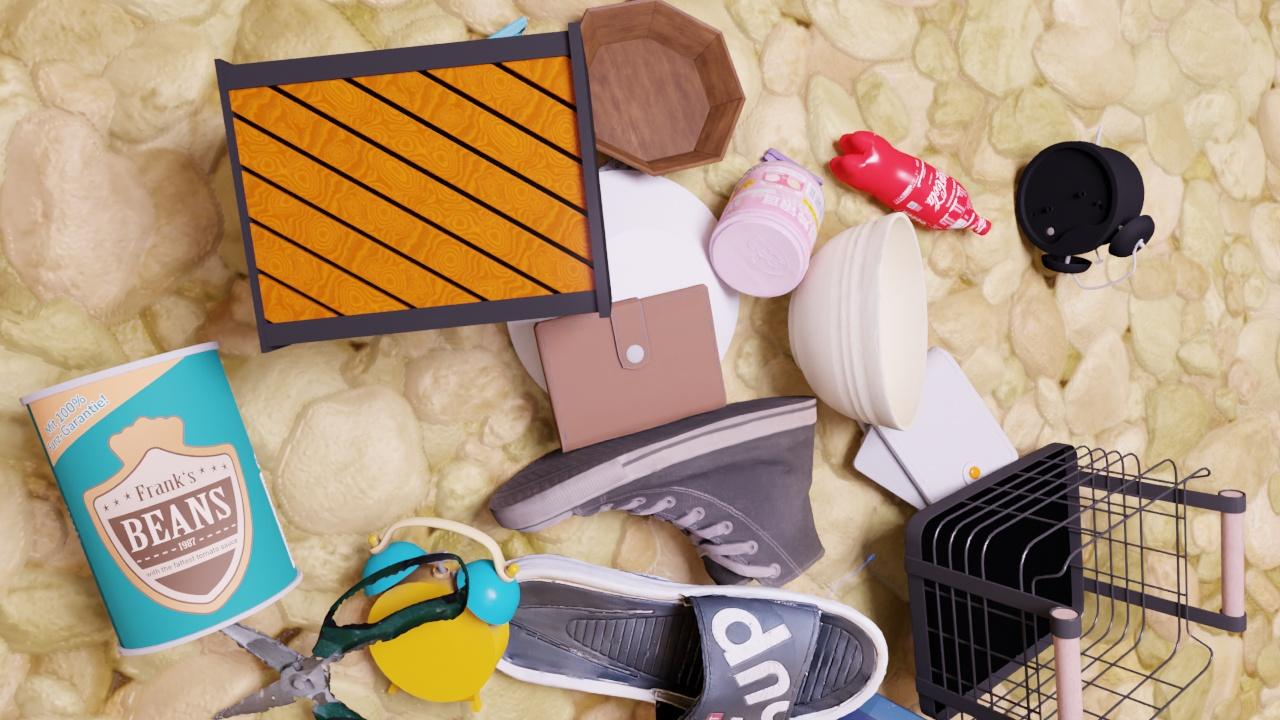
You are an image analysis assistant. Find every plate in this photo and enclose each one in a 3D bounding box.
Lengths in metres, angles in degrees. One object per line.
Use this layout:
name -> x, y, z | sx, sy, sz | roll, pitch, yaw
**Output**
plate -> 0.007, -0.183, 0.628 | 0.131, 0.025, 0.131 | 3, 78, -15
plate -> -0.003, -0.043, 0.622 | 0.173, 0.036, 0.174 | -2, 97, -21

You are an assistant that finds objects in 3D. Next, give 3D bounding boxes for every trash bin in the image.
trash bin -> -0.109, -0.090, 0.508 | 0.172, 0.139, 0.140 | -6, 98, 0
trash bin -> 0.124, 0.352, 0.629 | 0.139, 0.139, 0.249 | 31, 79, -17

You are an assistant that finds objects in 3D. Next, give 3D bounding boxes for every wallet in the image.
wallet -> -0.004, 0.004, 0.598 | 0.120, 0.013, 0.087 | -14, 101, -19
wallet -> 0.221, 0.070, 0.710 | 0.115, 0.037, 0.118 | -39, 99, -15

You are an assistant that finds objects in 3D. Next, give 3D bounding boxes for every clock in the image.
clock -> 0.352, -0.116, 0.726 | 0.042, 0.091, 0.120 | -9, 80, -29
clock -> -0.125, 0.157, 0.570 | 0.099, 0.043, 0.130 | 9, 108, 9

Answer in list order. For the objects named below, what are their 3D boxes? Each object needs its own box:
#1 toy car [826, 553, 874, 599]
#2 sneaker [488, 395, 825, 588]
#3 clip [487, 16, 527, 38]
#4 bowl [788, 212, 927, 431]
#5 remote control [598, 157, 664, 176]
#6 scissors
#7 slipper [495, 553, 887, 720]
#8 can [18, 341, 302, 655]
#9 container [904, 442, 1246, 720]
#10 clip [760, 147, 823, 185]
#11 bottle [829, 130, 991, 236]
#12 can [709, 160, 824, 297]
toy car -> 0.132, 0.179, 0.680 | 0.092, 0.033, 0.062 | -4, 99, -19
sneaker -> 0.020, 0.103, 0.616 | 0.234, 0.095, 0.120 | -12, 94, -26
clip -> -0.129, -0.190, 0.593 | 0.120, 0.030, 0.130 | 42, 78, -10
bowl -> 0.151, -0.026, 0.649 | 0.150, 0.075, 0.150 | 2, 88, -63
remote control -> -0.034, -0.107, 0.631 | 0.136, 0.013, 0.033 | -41, 103, -14
scissors -> -0.156, 0.189, 0.550 | 0.206, 0.015, 0.201 | -40, 113, 17
slipper -> 0.023, 0.192, 0.582 | 0.264, 0.063, 0.111 | 12, 108, 4
can -> -0.262, 0.073, 0.510 | 0.099, 0.099, 0.144 | -19, 97, -18
container -> 0.313, 0.169, 0.658 | 0.240, 0.130, 0.163 | -16, 104, -34
clip -> 0.110, -0.136, 0.682 | 0.050, 0.013, 0.029 | 38, 78, -13
bottle -> 0.210, -0.130, 0.701 | 0.141, 0.042, 0.042 | 23, 83, -18
can -> 0.088, -0.090, 0.631 | 0.067, 0.067, 0.076 | 41, 44, -15
